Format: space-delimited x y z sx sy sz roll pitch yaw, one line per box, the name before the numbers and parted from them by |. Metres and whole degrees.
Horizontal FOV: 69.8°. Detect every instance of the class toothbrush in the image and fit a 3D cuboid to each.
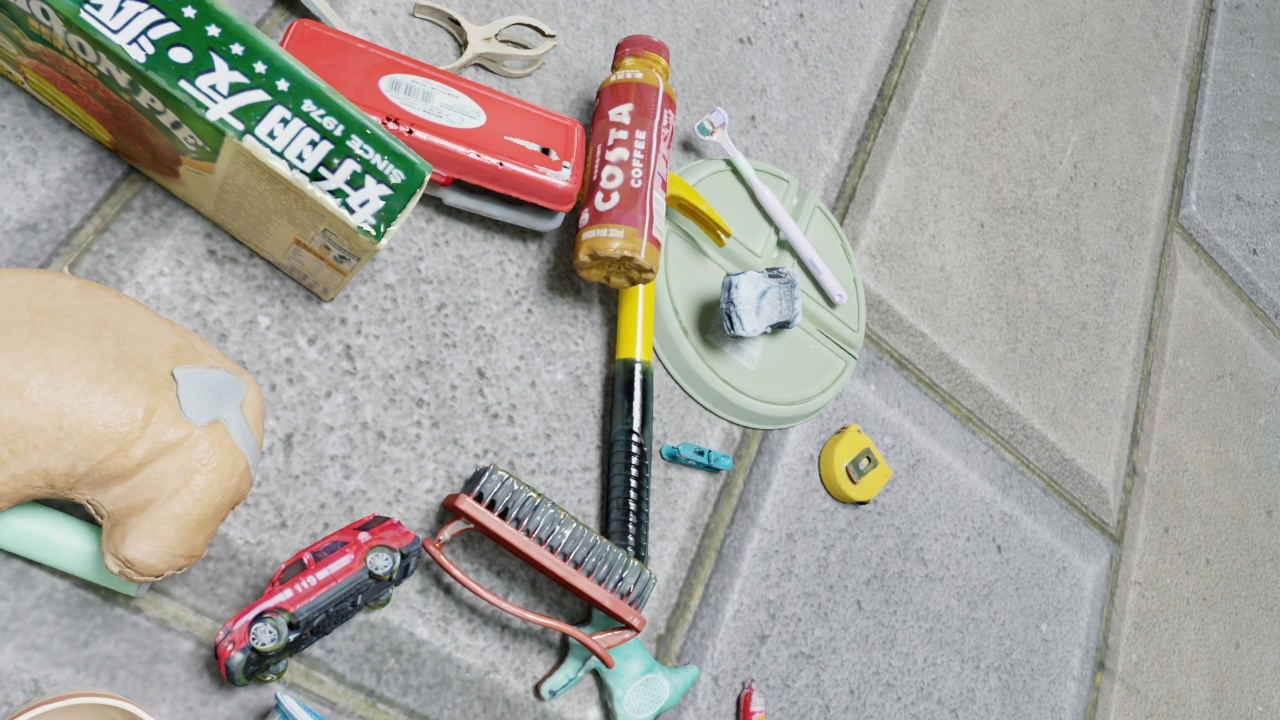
toothbrush | -0.340 0.060 0.434 0.224 0.027 0.027 30 68 -22
toothbrush | 0.109 -0.118 0.732 0.189 0.029 0.021 50 20 -12

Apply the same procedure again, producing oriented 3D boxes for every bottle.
bottle | -0.008 -0.138 0.623 0.057 0.058 0.174 17 68 -27

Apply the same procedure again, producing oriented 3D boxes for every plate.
plate | 0.097 -0.059 0.738 0.230 0.028 0.230 9 73 -29

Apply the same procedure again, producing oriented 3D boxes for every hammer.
hammer | -0.004 0.004 0.642 0.128 0.033 0.300 4 79 -8

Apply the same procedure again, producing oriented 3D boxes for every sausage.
sausage | 0.077 0.301 0.635 0.020 0.020 0.155 12 71 -29

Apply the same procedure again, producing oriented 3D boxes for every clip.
clip | -0.108 -0.220 0.650 0.098 0.034 0.064 -8 82 -28
clip | 0.042 0.071 0.674 0.056 0.041 0.014 20 68 -33

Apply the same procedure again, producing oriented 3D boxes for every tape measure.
tape measure | 0.175 0.087 0.747 0.057 0.029 0.060 -40 99 -32

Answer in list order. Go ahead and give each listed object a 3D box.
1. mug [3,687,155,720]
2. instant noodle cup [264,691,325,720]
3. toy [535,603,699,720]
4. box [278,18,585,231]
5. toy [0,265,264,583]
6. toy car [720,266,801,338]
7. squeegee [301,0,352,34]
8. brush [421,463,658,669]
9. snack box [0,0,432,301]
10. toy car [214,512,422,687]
mug | -0.260 0.200 0.398 0.081 0.106 0.114 41 60 -17
instant noodle cup | -0.181 0.239 0.451 0.099 0.099 0.109 46 66 -14
toy | -0.018 0.201 0.598 0.096 0.030 0.092 -35 92 -26
box | -0.137 -0.148 0.599 0.201 0.068 0.090 16 52 -19
toy | -0.294 0.016 0.434 0.225 0.083 0.143 24 45 -28
toy car | 0.093 -0.044 0.676 0.105 0.031 0.049 -13 99 -54
squeegee | -0.233 -0.368 0.607 0.246 0.039 0.245 47 51 -34
brush | -0.058 0.128 0.560 0.146 0.063 0.069 36 72 -11
snack box | -0.239 -0.137 0.495 0.240 0.115 0.063 38 61 -18
toy car | -0.177 0.128 0.503 0.045 0.053 0.120 42 48 16
